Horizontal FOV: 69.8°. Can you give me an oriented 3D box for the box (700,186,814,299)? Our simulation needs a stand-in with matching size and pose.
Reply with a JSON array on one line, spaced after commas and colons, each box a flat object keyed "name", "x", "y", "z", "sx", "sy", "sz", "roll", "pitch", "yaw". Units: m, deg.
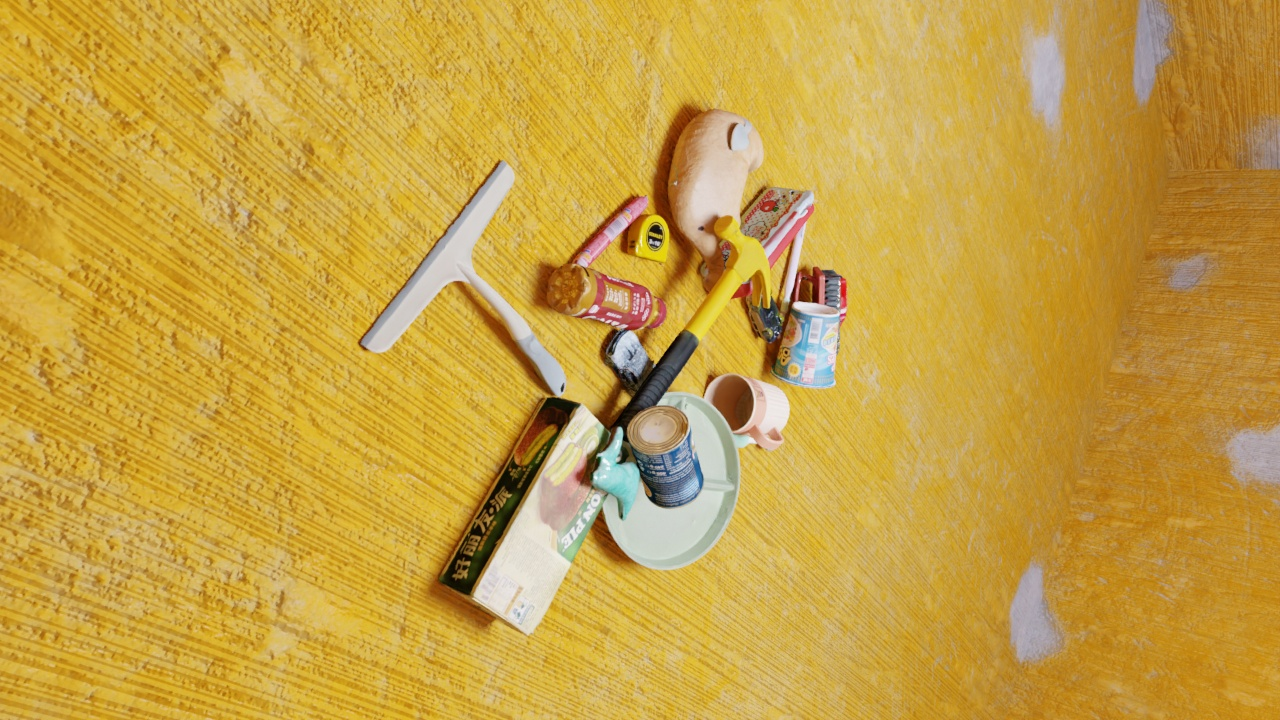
[{"name": "box", "x": 0.162, "y": -0.171, "z": 1.253, "sx": 0.068, "sy": 0.091, "sz": 0.200, "roll": 53, "pitch": 58, "yaw": -22}]

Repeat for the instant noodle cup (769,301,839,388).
[{"name": "instant noodle cup", "x": 0.250, "y": -0.026, "z": 1.361, "sx": 0.099, "sy": 0.099, "sz": 0.110, "roll": -14, "pitch": 118, "yaw": -48}]

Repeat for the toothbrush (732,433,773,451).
[{"name": "toothbrush", "x": 0.129, "y": 0.111, "z": 1.318, "sx": 0.224, "sy": 0.027, "sz": 0.027, "roll": 13, "pitch": 45, "yaw": -50}]

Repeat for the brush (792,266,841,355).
[{"name": "brush", "x": 0.271, "y": -0.068, "z": 1.418, "sx": 0.063, "sy": 0.069, "sz": 0.146, "roll": -86, "pitch": 173, "yaw": -70}]

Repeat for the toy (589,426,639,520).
[{"name": "toy", "x": -0.027, "y": 0.126, "z": 1.037, "sx": 0.092, "sy": 0.030, "sz": 0.096, "roll": 35, "pitch": 66, "yaw": -53}]

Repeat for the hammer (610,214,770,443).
[{"name": "hammer", "x": 0.062, "y": -0.028, "z": 1.129, "sx": 0.129, "sy": 0.033, "sz": 0.300, "roll": 44, "pitch": 77, "yaw": -35}]

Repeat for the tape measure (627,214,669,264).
[{"name": "tape measure", "x": 0.008, "y": -0.150, "z": 1.119, "sx": 0.060, "sy": 0.029, "sz": 0.057, "roll": 7, "pitch": 93, "yaw": -50}]

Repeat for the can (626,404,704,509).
[{"name": "can", "x": 0.030, "y": 0.114, "z": 1.088, "sx": 0.075, "sy": 0.075, "sz": 0.111, "roll": -51, "pitch": 144, "yaw": -30}]

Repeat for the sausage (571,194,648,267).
[{"name": "sausage", "x": -0.036, "y": -0.149, "z": 1.075, "sx": 0.155, "sy": 0.020, "sz": 0.020, "roll": -49, "pitch": 131, "yaw": -30}]

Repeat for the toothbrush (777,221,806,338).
[{"name": "toothbrush", "x": 0.225, "y": -0.127, "z": 1.388, "sx": 0.029, "sy": 0.021, "sz": 0.189, "roll": 23, "pitch": 79, "yaw": -48}]

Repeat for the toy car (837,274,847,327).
[{"name": "toy car", "x": 0.304, "y": -0.081, "z": 1.471, "sx": 0.052, "sy": 0.045, "sz": 0.120, "roll": -13, "pitch": 109, "yaw": -46}]

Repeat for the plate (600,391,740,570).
[{"name": "plate", "x": 0.038, "y": 0.154, "z": 1.185, "sx": 0.229, "sy": 0.028, "sz": 0.230, "roll": -1, "pitch": 92, "yaw": -36}]

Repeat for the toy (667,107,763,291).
[{"name": "toy", "x": 0.088, "y": -0.205, "z": 1.163, "sx": 0.143, "sy": 0.083, "sz": 0.226, "roll": 17, "pitch": 87, "yaw": -38}]

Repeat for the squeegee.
[{"name": "squeegee", "x": -0.135, "y": -0.034, "z": 0.968, "sx": 0.245, "sy": 0.039, "sz": 0.246, "roll": -58, "pitch": 136, "yaw": -24}]

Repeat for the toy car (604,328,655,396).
[{"name": "toy car", "x": -0.007, "y": 0.007, "z": 1.133, "sx": 0.048, "sy": 0.031, "sz": 0.105, "roll": -57, "pitch": 136, "yaw": -22}]

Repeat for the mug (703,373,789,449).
[{"name": "mug", "x": 0.159, "y": 0.076, "z": 1.283, "sx": 0.082, "sy": 0.114, "sz": 0.105, "roll": -47, "pitch": 148, "yaw": 21}]

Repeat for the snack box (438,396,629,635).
[{"name": "snack box", "x": -0.112, "y": 0.169, "z": 1.018, "sx": 0.114, "sy": 0.063, "sz": 0.239, "roll": 49, "pitch": 61, "yaw": -43}]

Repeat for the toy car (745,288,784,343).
[{"name": "toy car", "x": 0.177, "y": -0.069, "z": 1.330, "sx": 0.042, "sy": 0.035, "sz": 0.090, "roll": -51, "pitch": 130, "yaw": -32}]

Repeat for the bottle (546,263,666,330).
[{"name": "bottle", "x": -0.032, "y": -0.069, "z": 1.062, "sx": 0.174, "sy": 0.057, "sz": 0.057, "roll": 11, "pitch": 89, "yaw": -54}]
